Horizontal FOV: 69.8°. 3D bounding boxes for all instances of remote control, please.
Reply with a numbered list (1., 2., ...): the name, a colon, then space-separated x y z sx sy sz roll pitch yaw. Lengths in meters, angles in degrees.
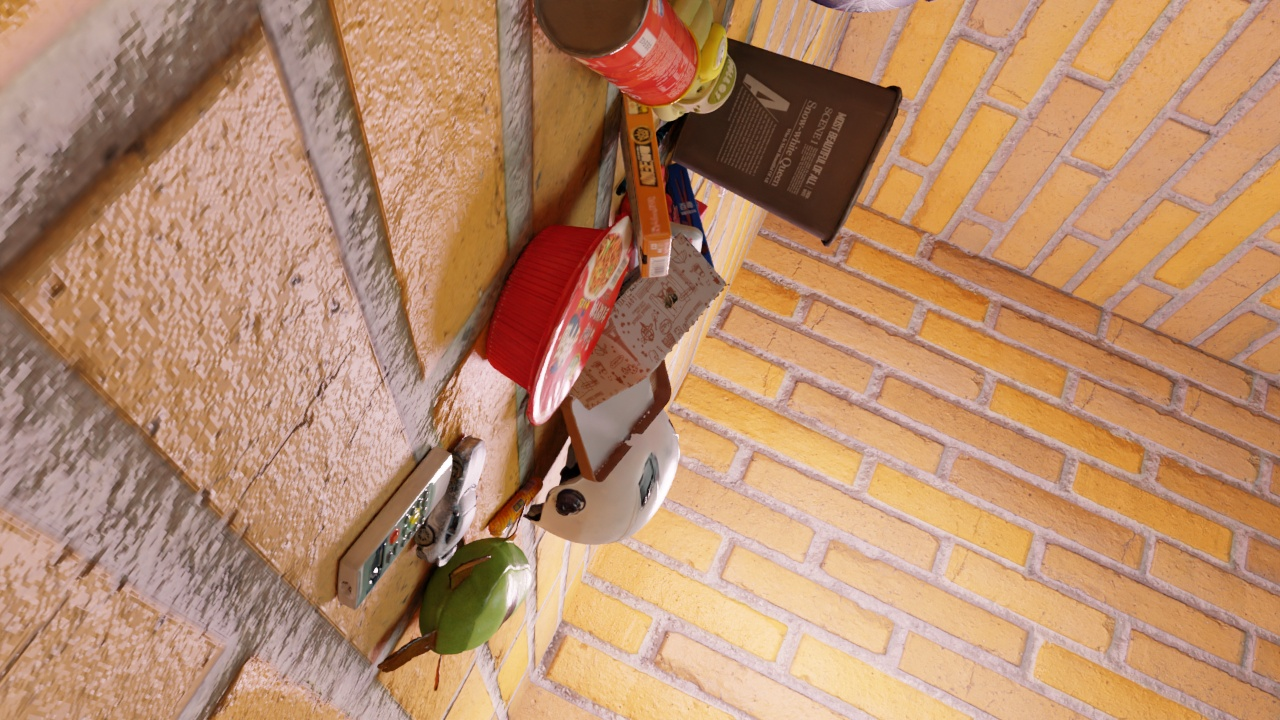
1. remote control: -0.187 0.126 0.710 0.134 0.019 0.056 -57 170 -48

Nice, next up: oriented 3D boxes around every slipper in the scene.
1. slipper: 0.053 -0.278 0.859 0.190 0.081 0.091 79 34 -83

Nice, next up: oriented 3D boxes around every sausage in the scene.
1. sausage: -0.155 0.182 1.153 0.021 0.021 0.164 -68 173 21

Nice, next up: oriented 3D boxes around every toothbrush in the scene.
1. toothbrush: 0.016 -0.238 0.996 0.189 0.014 0.016 -59 170 -36

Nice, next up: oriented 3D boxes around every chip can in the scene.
1. chip can: -0.008 -0.221 0.623 0.216 0.073 0.073 -39 153 -76

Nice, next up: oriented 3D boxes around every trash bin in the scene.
1. trash bin: 0.169 -0.275 1.107 0.198 0.220 0.199 -67 180 -71

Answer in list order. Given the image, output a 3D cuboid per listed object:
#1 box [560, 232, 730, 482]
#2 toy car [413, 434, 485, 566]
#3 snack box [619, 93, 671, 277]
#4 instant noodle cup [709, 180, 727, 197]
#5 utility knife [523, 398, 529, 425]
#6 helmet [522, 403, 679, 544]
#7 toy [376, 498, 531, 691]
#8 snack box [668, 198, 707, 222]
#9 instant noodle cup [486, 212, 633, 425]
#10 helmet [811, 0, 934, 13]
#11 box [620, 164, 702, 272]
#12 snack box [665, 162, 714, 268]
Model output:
1. box: -0.016 -0.003 1.023 0.178 0.130 0.273 -49 164 -38
2. toy car: -0.165 0.125 0.817 0.054 0.037 0.121 -37 149 -75
3. snack box: 0.003 -0.157 0.810 0.075 0.026 0.153 96 -13 -69
4. instant noodle cup: 0.139 -0.346 1.363 0.138 0.060 0.173 97 18 -69
5. utility knife: -0.082 -0.014 1.017 0.195 0.020 0.031 -57 164 -23
6. helmet: -0.032 0.157 1.264 0.259 0.146 0.228 -46 -171 39
7. toy: -0.173 0.245 0.962 0.227 0.090 0.246 -59 171 3
8. snack box: 0.040 -0.146 1.329 0.058 0.057 0.208 -56 169 -39
9. instant noodle cup: -0.073 -0.044 0.784 0.193 0.066 0.194 -62 173 -15
10. helmet: 0.219 -0.453 0.843 0.241 0.247 0.314 -36 -165 34
11. box: 0.032 -0.142 1.091 0.095 0.101 0.202 -62 173 -14
12. snack box: 0.062 -0.166 1.179 0.085 0.026 0.157 91 -15 -74
